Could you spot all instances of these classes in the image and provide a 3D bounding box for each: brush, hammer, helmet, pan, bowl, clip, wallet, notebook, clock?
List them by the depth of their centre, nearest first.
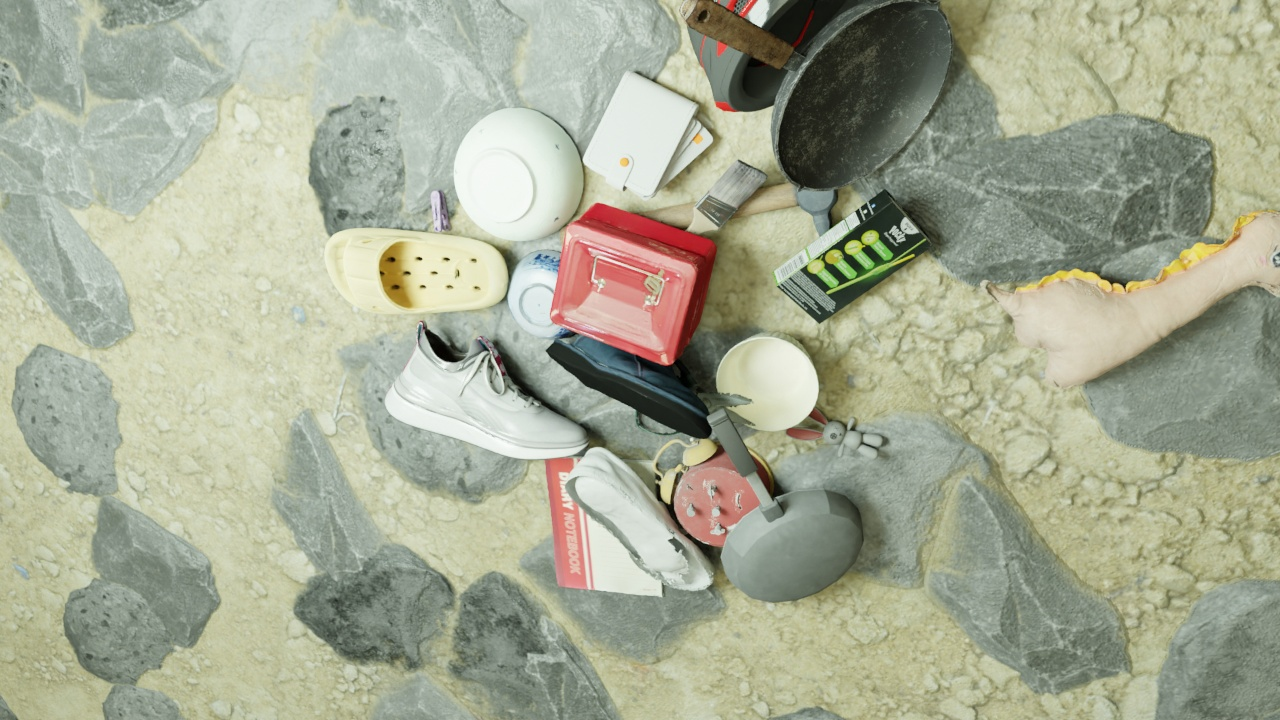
[{"bbox_3d":[0.152,-0.261,0.822,0.208,0.356,0.040,-54,51,26],"label":"pan"},{"bbox_3d":[0.130,-0.375,0.841,0.265,0.163,0.170,-42,67,33],"label":"helmet"},{"bbox_3d":[0.012,-0.234,0.992,0.115,0.037,0.118,28,97,3],"label":"wallet"},{"bbox_3d":[0.075,-0.158,0.996,0.039,0.012,0.152,39,124,-9],"label":"brush"},{"bbox_3d":[0.058,-0.162,1.026,0.322,0.040,0.129,-8,114,20],"label":"hammer"},{"bbox_3d":[0.151,0.173,1.042,0.179,0.041,0.357,-28,130,6],"label":"pan"},{"bbox_3d":[-0.148,-0.205,1.045,0.153,0.072,0.153,6,113,15],"label":"bowl"},{"bbox_3d":[0.150,0.017,1.057,0.115,0.062,0.115,6,114,14],"label":"bowl"},{"bbox_3d":[-0.115,-0.072,1.106,0.114,0.045,0.114,6,114,14],"label":"bowl"},{"bbox_3d":[-0.244,-0.177,1.107,0.014,0.042,0.052,-3,125,19],"label":"clip"},{"bbox_3d":[0.087,0.159,1.125,0.159,0.081,0.117,36,117,-1],"label":"clock"},{"bbox_3d":[-0.048,0.223,1.229,0.153,0.012,0.209,2,113,13],"label":"notebook"}]

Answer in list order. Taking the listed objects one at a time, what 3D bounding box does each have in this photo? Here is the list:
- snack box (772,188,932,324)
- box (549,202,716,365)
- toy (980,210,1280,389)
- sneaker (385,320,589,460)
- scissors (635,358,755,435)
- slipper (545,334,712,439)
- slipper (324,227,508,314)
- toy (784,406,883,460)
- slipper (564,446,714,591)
[{"bbox_3d":[0.226,-0.108,0.984,0.148,0.025,0.080,-37,126,26],"label":"snack box"},{"bbox_3d":[-0.004,-0.090,1.012,0.157,0.112,0.135,23,122,13],"label":"box"},{"bbox_3d":[0.502,-0.079,0.916,0.265,0.065,0.196,-40,102,25],"label":"toy"},{"bbox_3d":[-0.182,0.041,1.150,0.263,0.096,0.129,18,106,3],"label":"sneaker"},{"bbox_3d":[0.052,0.024,1.073,0.210,0.015,0.142,-6,104,47],"label":"scissors"},{"bbox_3d":[-0.006,0.006,1.042,0.109,0.266,0.083,42,79,-39],"label":"slipper"},{"bbox_3d":[-0.287,-0.099,1.119,0.262,0.079,0.111,4,114,20],"label":"slipper"},{"bbox_3d":[0.229,0.085,1.082,0.112,0.030,0.049,20,88,5],"label":"toy"},{"bbox_3d":[0.005,0.205,1.156,0.247,0.074,0.112,47,145,-19],"label":"slipper"}]
